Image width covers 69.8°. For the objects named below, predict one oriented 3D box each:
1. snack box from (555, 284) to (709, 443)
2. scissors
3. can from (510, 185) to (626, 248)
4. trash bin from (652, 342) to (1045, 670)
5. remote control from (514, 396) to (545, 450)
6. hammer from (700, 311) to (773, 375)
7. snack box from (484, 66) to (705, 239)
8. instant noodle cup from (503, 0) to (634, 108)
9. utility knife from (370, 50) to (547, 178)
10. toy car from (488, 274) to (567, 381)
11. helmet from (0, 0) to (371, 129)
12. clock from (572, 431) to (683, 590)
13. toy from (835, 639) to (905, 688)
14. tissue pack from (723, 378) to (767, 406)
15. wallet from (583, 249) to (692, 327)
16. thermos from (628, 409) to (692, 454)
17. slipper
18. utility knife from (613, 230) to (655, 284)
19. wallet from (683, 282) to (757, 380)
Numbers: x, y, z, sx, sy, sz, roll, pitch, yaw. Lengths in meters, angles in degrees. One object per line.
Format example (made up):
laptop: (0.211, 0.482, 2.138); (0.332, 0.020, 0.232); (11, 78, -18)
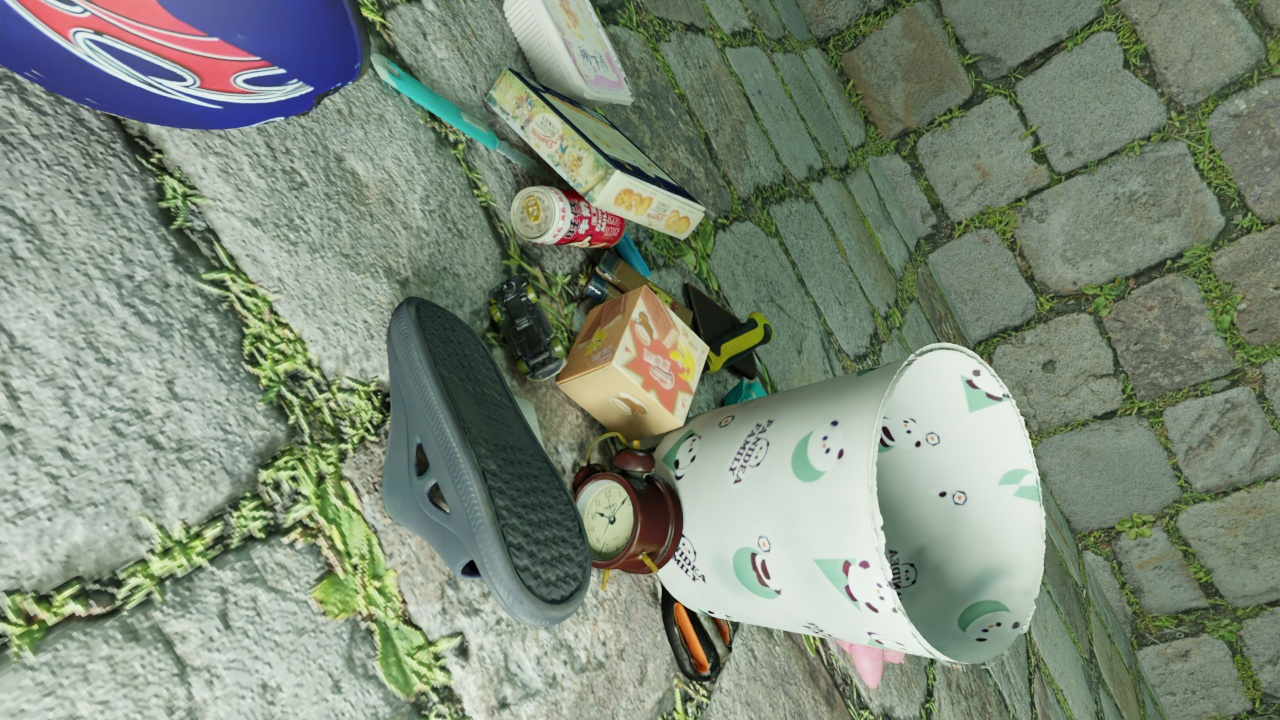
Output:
snack box: (-0.005, 0.005, 0.820); (0.093, 0.077, 0.094); (43, 49, -26)
scissors: (0.017, 0.174, 0.802); (0.235, 0.022, 0.142); (55, 29, -17)
can: (-0.068, -0.138, 0.890); (0.132, 0.053, 0.053); (-8, 74, -62)
trash bin: (0.149, 0.118, 0.738); (0.229, 0.253, 0.229); (10, 75, -40)
remote control: (-0.088, 0.098, 0.685); (0.058, 0.021, 0.150); (13, 56, -56)
hammer: (0.078, 0.001, 1.022); (0.322, 0.032, 0.126); (-26, 91, -58)
snack box: (-0.042, -0.208, 0.933); (0.182, 0.046, 0.177); (47, 20, 24)
instant noodle cup: (-0.088, -0.360, 1.044); (0.173, 0.060, 0.137); (65, 27, 0)
utility knife: (-0.159, -0.220, 0.847); (0.223, 0.013, 0.029); (26, 45, -50)
toy car: (-0.092, -0.025, 0.763); (0.090, 0.042, 0.035); (63, 8, 12)
helmet: (-0.236, -0.241, 0.480); (0.315, 0.248, 0.240); (20, 89, -46)
clock: (-0.016, 0.116, 0.732); (0.055, 0.082, 0.121); (14, 57, -48)
toy: (0.261, 0.284, 1.072); (0.178, 0.075, 0.194); (55, 27, -17)
tissue pack: (0.141, 0.093, 1.058); (0.133, 0.050, 0.093); (49, 31, -25)
wallet: (0.000, -0.059, 0.920); (0.115, 0.033, 0.090); (36, 24, -9)
thermos: (0.078, 0.142, 0.891); (0.224, 0.073, 0.073); (52, 29, -21)
slipper: (-0.118, 0.071, 0.609); (0.110, 0.083, 0.268); (30, 24, -50)
utility knife: (-0.018, -0.128, 1.010); (0.194, 0.018, 0.034); (57, 27, -15)
wallet: (0.097, -0.035, 1.129); (0.122, 0.020, 0.096); (30, 38, -46)
